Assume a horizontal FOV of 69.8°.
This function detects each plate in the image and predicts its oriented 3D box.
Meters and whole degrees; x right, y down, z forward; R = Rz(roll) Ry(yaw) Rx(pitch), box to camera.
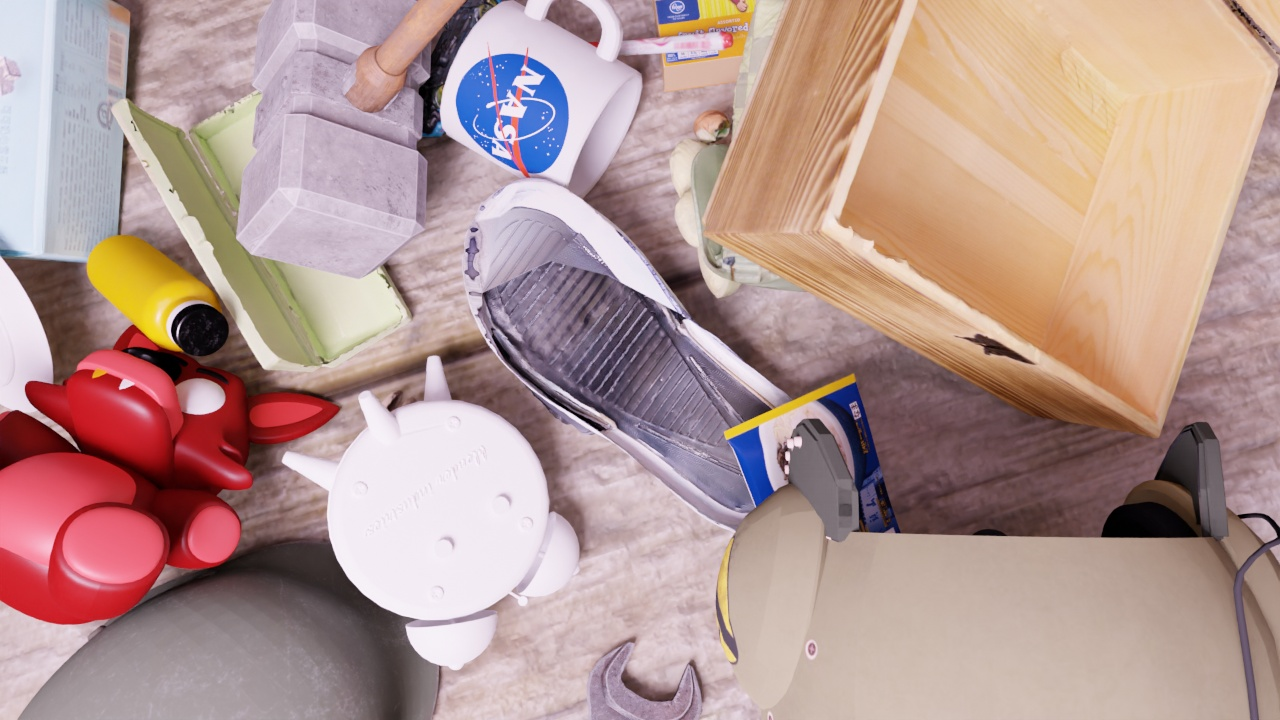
[{"bbox_3d":[-0.414,-0.026,0.565,0.135,0.011,0.135,13,120,24],"label":"plate"}]

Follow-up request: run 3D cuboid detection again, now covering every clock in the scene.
[{"bbox_3d":[-0.116,0.088,0.536,0.125,0.073,0.161,-36,94,-20],"label":"clock"}]

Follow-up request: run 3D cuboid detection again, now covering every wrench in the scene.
[{"bbox_3d":[-0.062,0.284,0.536,0.070,0.010,0.272,37,74,9],"label":"wrench"}]

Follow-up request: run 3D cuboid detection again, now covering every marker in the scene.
[{"bbox_3d":[-0.007,-0.197,0.576,0.142,0.012,0.012,7,84,31],"label":"marker"}]

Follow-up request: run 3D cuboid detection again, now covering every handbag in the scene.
[{"bbox_3d":[0.078,-0.126,0.545,0.117,0.113,0.186,12,97,30],"label":"handbag"}]

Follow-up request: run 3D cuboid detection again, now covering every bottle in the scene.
[{"bbox_3d":[-0.288,-0.038,0.550,0.144,0.043,0.043,25,85,41],"label":"bottle"}]

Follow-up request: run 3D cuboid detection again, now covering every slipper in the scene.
[{"bbox_3d":[-0.003,0.003,0.566,0.264,0.063,0.111,39,85,-8],"label":"slipper"}]

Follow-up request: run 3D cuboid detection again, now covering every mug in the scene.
[{"bbox_3d":[-0.054,-0.169,0.559,0.090,0.090,0.121,31,121,5],"label":"mug"}]

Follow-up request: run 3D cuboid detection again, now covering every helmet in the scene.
[{"bbox_3d":[0.161,0.149,0.435,0.250,0.256,0.232,0,81,3],"label":"helmet"},{"bbox_3d":[-0.238,0.216,0.507,0.267,0.154,0.227,-42,84,-18],"label":"helmet"}]

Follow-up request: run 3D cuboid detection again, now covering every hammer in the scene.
[{"bbox_3d":[-0.106,-0.174,0.461,0.082,0.319,0.162,12,66,-38],"label":"hammer"}]

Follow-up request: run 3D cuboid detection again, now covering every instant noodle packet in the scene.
[{"bbox_3d":[0.109,0.085,0.550,0.087,0.026,0.134,-23,104,-12],"label":"instant noodle packet"}]

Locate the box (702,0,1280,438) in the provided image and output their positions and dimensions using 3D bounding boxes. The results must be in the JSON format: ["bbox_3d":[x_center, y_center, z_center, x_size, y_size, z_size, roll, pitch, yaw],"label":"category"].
[{"bbox_3d":[0.264,-0.131,0.388,0.279,0.337,0.286,23,83,-28],"label":"box"}]

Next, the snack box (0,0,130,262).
[{"bbox_3d":[-0.369,-0.150,0.575,0.053,0.075,0.174,4,93,1],"label":"snack box"}]

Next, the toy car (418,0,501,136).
[{"bbox_3d":[-0.118,-0.192,0.597,0.032,0.048,0.105,26,86,-40],"label":"toy car"}]

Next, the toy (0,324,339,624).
[{"bbox_3d":[-0.291,0.052,0.520,0.158,0.196,0.121,19,128,6],"label":"toy"}]

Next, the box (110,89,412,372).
[{"bbox_3d":[-0.227,-0.089,0.574,0.082,0.098,0.188,-32,87,-1],"label":"box"}]

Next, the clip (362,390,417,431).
[{"bbox_3d":[-0.167,0.046,0.587,0.049,0.025,0.061,-4,91,6],"label":"clip"}]

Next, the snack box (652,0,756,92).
[{"bbox_3d":[0.051,-0.248,0.596,0.088,0.040,0.125,-8,84,1],"label":"snack box"}]
